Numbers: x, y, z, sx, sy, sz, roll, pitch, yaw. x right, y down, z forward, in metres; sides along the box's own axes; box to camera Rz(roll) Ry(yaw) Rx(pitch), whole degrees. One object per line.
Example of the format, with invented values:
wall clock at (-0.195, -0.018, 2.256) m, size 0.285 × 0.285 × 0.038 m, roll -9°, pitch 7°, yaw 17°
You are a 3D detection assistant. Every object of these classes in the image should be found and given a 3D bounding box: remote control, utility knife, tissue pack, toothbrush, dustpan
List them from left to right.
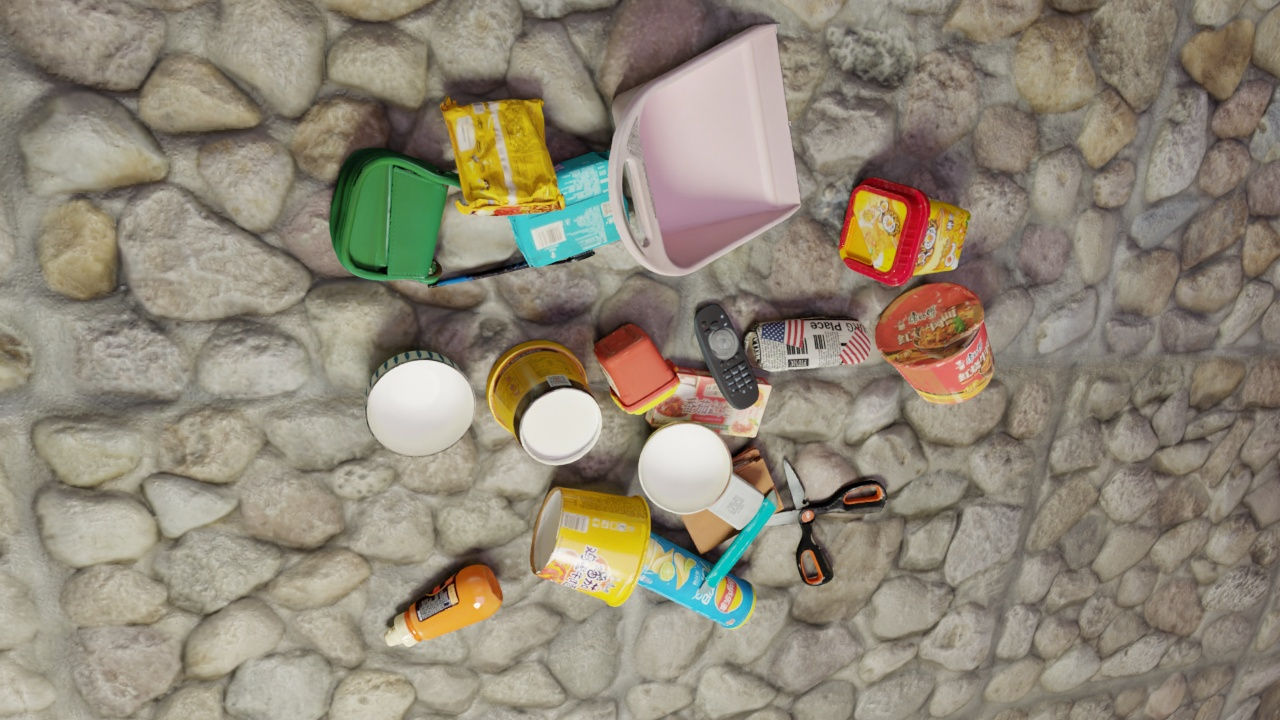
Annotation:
toothbrush at (-0.140, -0.103, 1.007) m, size 0.189 × 0.014 × 0.016 m, roll -13°, pitch 115°, yaw -15°
tissue pack at (-0.077, -0.163, 0.984) m, size 0.133 × 0.050 × 0.093 m, roll -20°, pitch 116°, yaw -13°
remote control at (0.085, 0.154, 1.171) m, size 0.150 × 0.021 × 0.058 m, roll 35°, pitch 95°, yaw -7°
dustpan at (0.079, -0.209, 0.975) m, size 0.273 × 0.139 × 0.223 m, roll -22°, pitch 117°, yaw -10°
remote control at (0.103, -0.004, 1.123) m, size 0.053 × 0.024 × 0.136 m, roll -27°, pitch 98°, yaw -22°
utility knife at (0.129, 0.240, 1.203) m, size 0.166 × 0.013 × 0.029 m, roll -50°, pitch 120°, yaw -10°

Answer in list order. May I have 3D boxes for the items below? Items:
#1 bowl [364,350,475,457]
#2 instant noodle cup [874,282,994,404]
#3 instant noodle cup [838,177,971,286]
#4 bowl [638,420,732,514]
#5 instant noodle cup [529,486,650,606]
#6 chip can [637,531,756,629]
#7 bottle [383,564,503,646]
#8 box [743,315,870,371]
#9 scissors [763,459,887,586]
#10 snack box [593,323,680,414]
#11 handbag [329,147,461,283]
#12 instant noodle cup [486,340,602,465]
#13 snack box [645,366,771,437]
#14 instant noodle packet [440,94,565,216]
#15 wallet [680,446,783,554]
bowl at (-0.243, 0.040, 0.998) m, size 0.116 × 0.066 × 0.117 m, roll -8°, pitch 116°, yaw -18°
instant noodle cup at (0.387, -0.016, 1.188) m, size 0.138 × 0.138 × 0.108 m, roll -42°, pitch 129°, yaw 0°
instant noodle cup at (0.325, -0.156, 1.116) m, size 0.123 × 0.116 × 0.116 m, roll -3°, pitch 113°, yaw -33°
bowl at (0.053, 0.125, 1.123) m, size 0.113 × 0.062 × 0.113 m, roll 0°, pitch 97°, yaw -1°
instant noodle cup at (-0.065, 0.219, 1.111) m, size 0.109 × 0.138 × 0.138 m, roll 17°, pitch 105°, yaw -18°
chip can at (0.058, 0.288, 1.218) m, size 0.210 × 0.071 × 0.071 m, roll 33°, pitch 97°, yaw -29°
bottle at (-0.244, 0.306, 1.118) m, size 0.149 × 0.066 × 0.067 m, roll -28°, pitch 119°, yaw 0°
box at (0.213, -0.022, 1.141) m, size 0.163 × 0.082 × 0.075 m, roll -3°, pitch 106°, yaw -17°
scissors at (0.250, 0.224, 1.293) m, size 0.220 × 0.021 × 0.234 m, roll -21°, pitch 116°, yaw -10°
snack box at (-0.006, 0.006, 1.064) m, size 0.082 × 0.091 × 0.080 m, roll -31°, pitch 112°, yaw -6°
handbag at (-0.246, -0.143, 0.924) m, size 0.120 × 0.068 × 0.131 m, roll 8°, pitch 107°, yaw -32°
instant noodle cup at (-0.104, 0.051, 1.029) m, size 0.118 × 0.114 × 0.119 m, roll -8°, pitch 113°, yaw -18°
snack box at (0.086, 0.052, 1.154) m, size 0.152 × 0.025 × 0.075 m, roll 8°, pitch 109°, yaw -24°
instant noodle packet at (-0.139, -0.206, 0.917) m, size 0.110 × 0.044 × 0.128 m, roll -7°, pitch 75°, yaw -21°
wallet at (0.115, 0.186, 1.217) m, size 0.131 × 0.031 × 0.108 m, roll -29°, pitch 115°, yaw -5°
